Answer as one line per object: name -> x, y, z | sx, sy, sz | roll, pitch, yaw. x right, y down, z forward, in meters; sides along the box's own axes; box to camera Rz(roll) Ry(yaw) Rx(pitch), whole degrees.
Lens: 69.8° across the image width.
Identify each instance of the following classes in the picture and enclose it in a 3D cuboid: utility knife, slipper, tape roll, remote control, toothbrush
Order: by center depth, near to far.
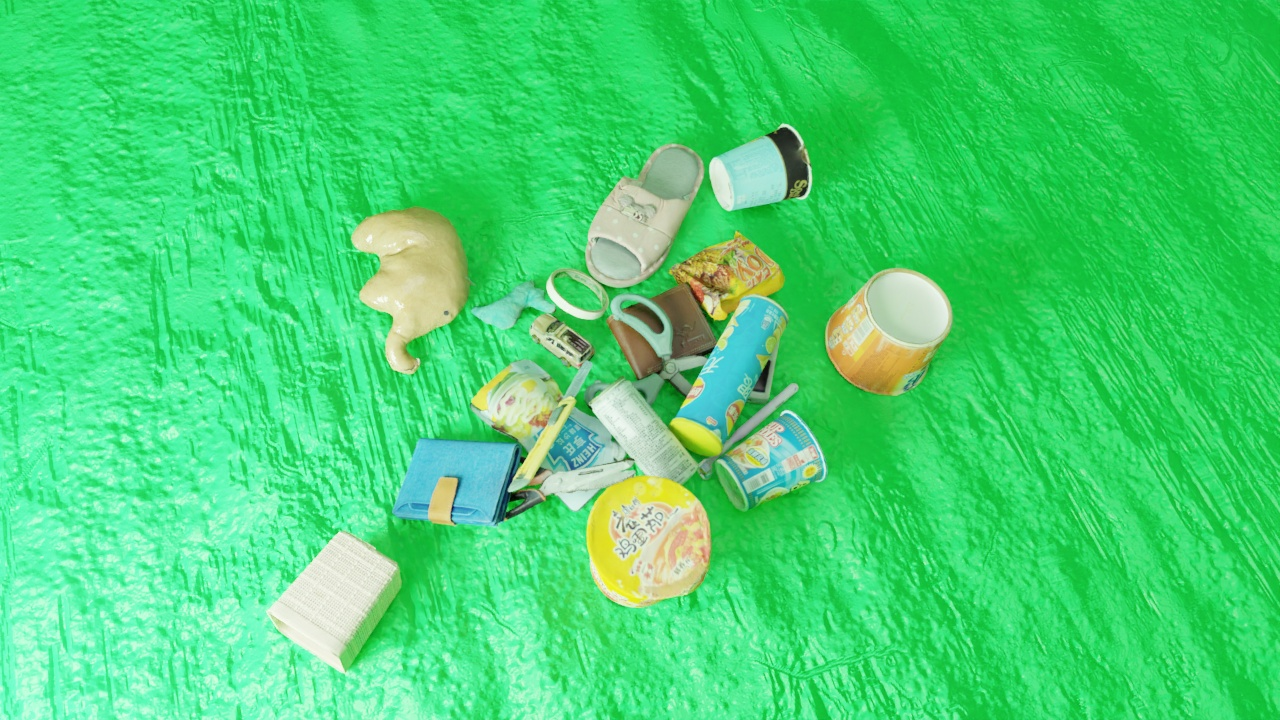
utility knife -> -0.100, 0.073, 1.088 | 0.031, 0.022, 0.218 | -7, 33, 32
toothbrush -> 0.140, 0.085, 1.172 | 0.188, 0.029, 0.021 | -39, 37, -26
tape roll -> -0.082, -0.088, 1.207 | 0.085, 0.014, 0.085 | 22, 36, -17
remote control -> 0.154, -0.014, 1.225 | 0.058, 0.021, 0.149 | 15, 60, -1
slipper -> 0.012, -0.213, 1.288 | 0.114, 0.055, 0.273 | 29, 61, 6

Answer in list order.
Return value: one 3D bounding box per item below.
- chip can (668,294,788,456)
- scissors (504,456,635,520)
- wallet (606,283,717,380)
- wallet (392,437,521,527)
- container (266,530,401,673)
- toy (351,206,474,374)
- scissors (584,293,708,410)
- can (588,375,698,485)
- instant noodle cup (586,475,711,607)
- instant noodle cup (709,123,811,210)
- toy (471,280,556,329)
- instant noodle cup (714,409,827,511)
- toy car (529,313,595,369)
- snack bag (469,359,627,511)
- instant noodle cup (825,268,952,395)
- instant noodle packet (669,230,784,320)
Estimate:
chip can -> 0.114, 0.016, 1.151 | 0.071, 0.071, 0.209 | 28, 64, 6
scissors -> -0.105, 0.130, 1.046 | 0.206, 0.015, 0.193 | -41, 44, -4
wallet -> 0.029, -0.036, 1.210 | 0.124, 0.032, 0.101 | -24, 73, -17
wallet -> -0.210, 0.138, 1.051 | 0.133, 0.040, 0.106 | 1, 58, 21
container -> -0.317, 0.252, 0.970 | 0.090, 0.090, 0.110 | 30, 59, 7
toy -> -0.284, -0.096, 1.167 | 0.143, 0.083, 0.225 | -11, 68, -9
scissors -> -0.007, 0.007, 1.163 | 0.179, 0.019, 0.170 | -39, 86, -18
can -> 0.004, 0.091, 1.106 | 0.058, 0.058, 0.146 | -39, 88, -25
instant noodle cup -> 0.002, 0.212, 1.030 | 0.138, 0.110, 0.137 | 4, 61, -8
instant noodle cup -> 0.168, -0.271, 1.321 | 0.120, 0.111, 0.111 | -19, 67, -12
toy -> -0.159, -0.072, 1.192 | 0.096, 0.030, 0.091 | 26, 55, 31
instant noodle cup -> 0.154, 0.128, 1.114 | 0.109, 0.099, 0.099 | -27, 70, -14
toy car -> -0.102, -0.028, 1.183 | 0.090, 0.035, 0.042 | 36, 60, 13
snack bag -> -0.109, 0.086, 1.121 | 0.191, 0.039, 0.110 | 41, 52, 12
instant noodle cup -> 0.335, -0.044, 1.219 | 0.151, 0.112, 0.151 | 4, 62, -7
instant noodle packet -> 0.122, -0.119, 1.255 | 0.128, 0.044, 0.111 | -29, 60, -24
